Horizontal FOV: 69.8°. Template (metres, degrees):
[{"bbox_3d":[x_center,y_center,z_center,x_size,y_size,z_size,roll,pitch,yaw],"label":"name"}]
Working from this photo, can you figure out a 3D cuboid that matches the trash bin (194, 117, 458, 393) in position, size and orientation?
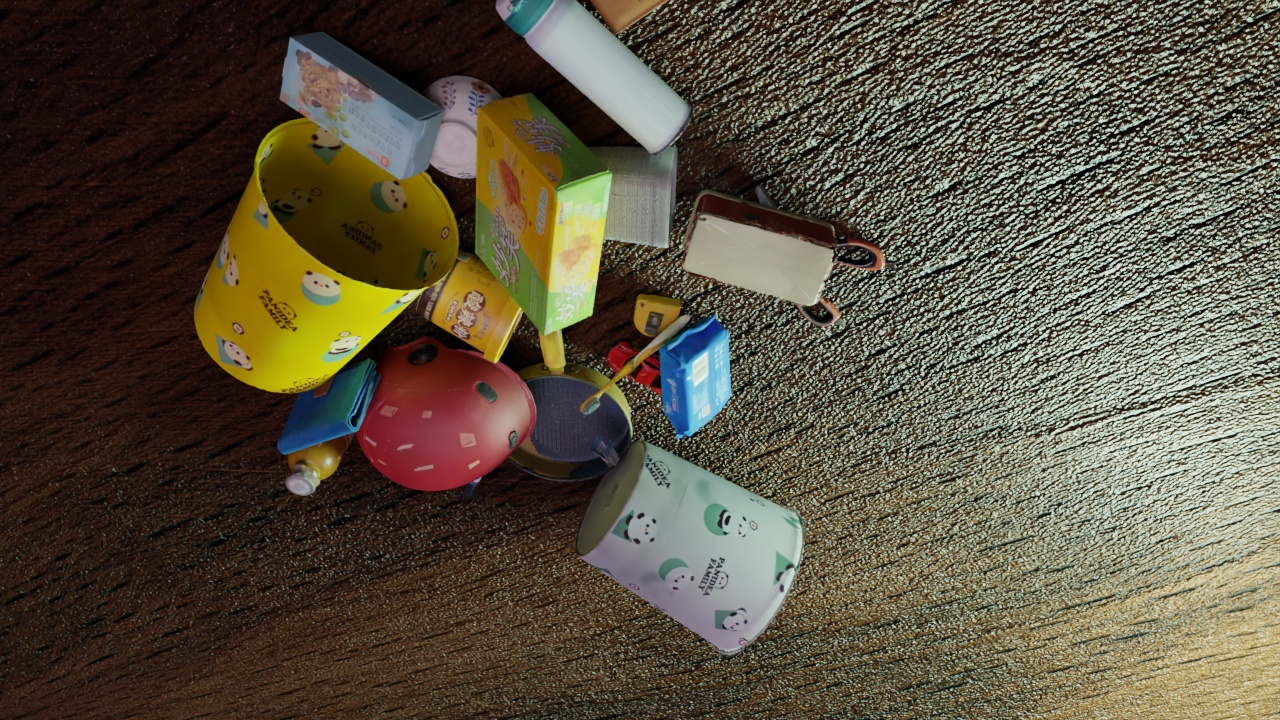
[{"bbox_3d":[-0.372,-0.104,1.047,0.229,0.229,0.256,35,129,-21],"label":"trash bin"}]

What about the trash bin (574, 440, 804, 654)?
[{"bbox_3d":[0.061,0.251,1.288,0.252,0.229,0.230,30,124,-12],"label":"trash bin"}]

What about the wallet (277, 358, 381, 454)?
[{"bbox_3d":[-0.388,0.057,1.143,0.133,0.106,0.040,-17,134,29],"label":"wallet"}]

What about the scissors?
[{"bbox_3d":[0.199,-0.122,1.106,0.227,0.015,0.189,4,128,3],"label":"scissors"}]

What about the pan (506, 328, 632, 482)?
[{"bbox_3d":[-0.110,0.035,1.214,0.198,0.078,0.358,2,128,3],"label":"pan"}]

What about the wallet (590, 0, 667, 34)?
[{"bbox_3d":[-0.020,-0.401,0.896,0.108,0.031,0.132,-24,124,24],"label":"wallet"}]

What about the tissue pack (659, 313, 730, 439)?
[{"bbox_3d":[0.069,0.021,1.182,0.052,0.094,0.157,27,138,36],"label":"tissue pack"}]

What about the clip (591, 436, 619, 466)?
[{"bbox_3d":[-0.045,0.127,1.256,0.045,0.027,0.058,3,151,29],"label":"clip"}]

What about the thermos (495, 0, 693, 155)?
[{"bbox_3d":[-0.048,-0.309,0.945,0.224,0.073,0.073,37,122,-24],"label":"thermos"}]

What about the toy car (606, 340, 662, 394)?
[{"bbox_3d":[0.005,0.011,1.217,0.106,0.031,0.049,27,124,-13],"label":"toy car"}]

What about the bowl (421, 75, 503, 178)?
[{"bbox_3d":[-0.199,-0.248,1.011,0.113,0.062,0.114,3,129,4],"label":"bowl"}]

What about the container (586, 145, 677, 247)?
[{"bbox_3d":[-0.020,-0.187,1.028,0.114,0.090,0.090,5,128,5],"label":"container"}]

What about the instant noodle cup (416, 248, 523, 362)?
[{"bbox_3d":[-0.201,-0.074,1.118,0.114,0.118,0.119,27,126,-6],"label":"instant noodle cup"}]

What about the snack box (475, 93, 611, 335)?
[{"bbox_3d":[-0.112,-0.155,0.994,0.069,0.157,0.211,-24,147,-29],"label":"snack box"}]

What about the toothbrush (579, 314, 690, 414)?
[{"bbox_3d":[-0.007,0.007,1.168,0.192,0.018,0.016,-41,137,14],"label":"toothbrush"}]

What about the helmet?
[{"bbox_3d":[-0.268,0.086,1.195,0.240,0.143,0.207,-3,126,30],"label":"helmet"}]

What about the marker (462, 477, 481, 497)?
[{"bbox_3d":[-0.235,0.159,1.361,0.022,0.018,0.131,17,128,-20],"label":"marker"}]

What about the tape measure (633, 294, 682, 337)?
[{"bbox_3d":[0.020,-0.055,1.164,0.060,0.028,0.057,10,129,-3],"label":"tape measure"}]

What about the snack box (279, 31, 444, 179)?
[{"bbox_3d":[-0.296,-0.270,0.970,0.175,0.051,0.074,34,126,9],"label":"snack box"}]

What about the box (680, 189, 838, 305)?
[{"bbox_3d":[0.134,-0.123,1.053,0.168,0.080,0.091,15,125,-2],"label":"box"}]

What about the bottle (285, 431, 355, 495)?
[{"bbox_3d":[-0.418,0.098,1.218,0.068,0.189,0.068,3,130,4],"label":"bottle"}]
